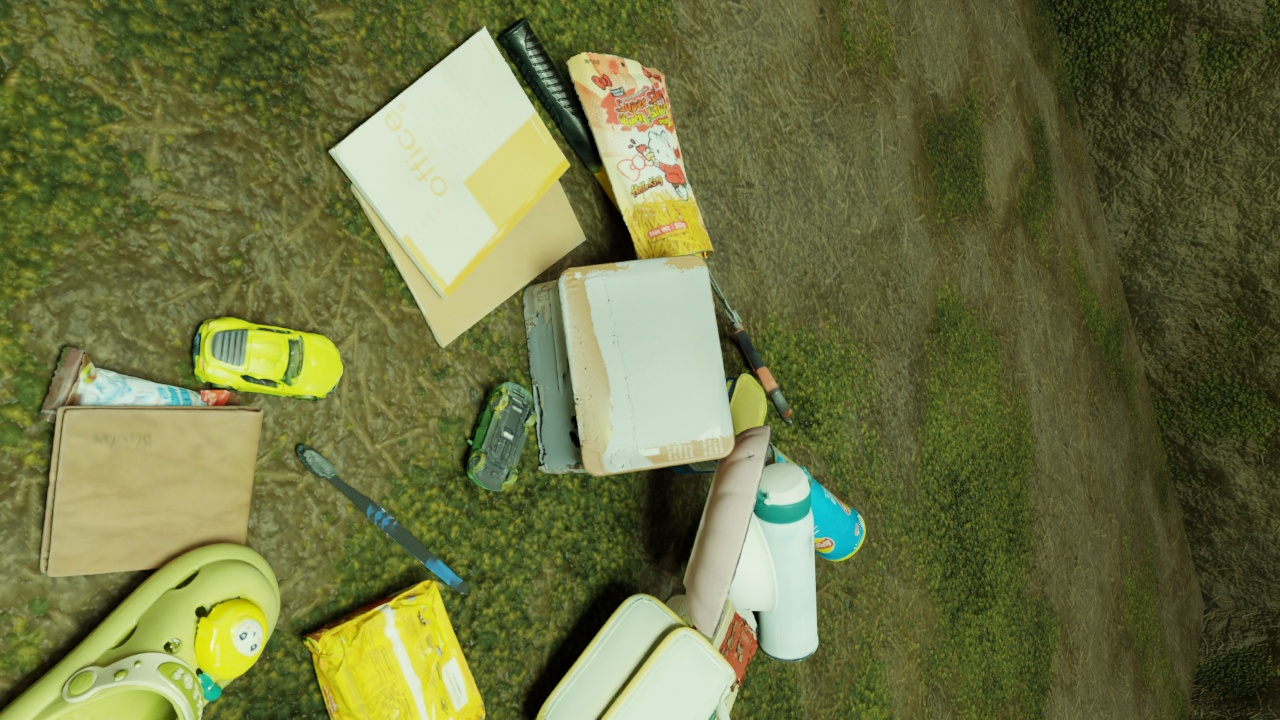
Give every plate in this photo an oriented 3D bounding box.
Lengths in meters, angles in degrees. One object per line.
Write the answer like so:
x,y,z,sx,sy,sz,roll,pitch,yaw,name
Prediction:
0.072,0.146,0.818,0.192,0.039,0.192,18,88,-84,plate

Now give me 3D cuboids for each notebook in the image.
-0.137,-0.125,0.790,0.207,0.008,0.148,-45,118,-43,notebook
-0.148,-0.169,0.768,0.146,0.010,0.205,57,47,-26,notebook

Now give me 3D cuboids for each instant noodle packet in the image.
-0.176,0.235,0.664,0.110,0.044,0.128,-21,97,-42,instant noodle packet

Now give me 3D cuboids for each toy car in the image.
-0.118,0.063,0.762,0.043,0.036,0.091,37,57,-41,toy car
-0.249,-0.001,0.625,0.105,0.032,0.048,14,74,-49,toy car

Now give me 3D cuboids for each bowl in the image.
0.089,0.210,0.947,0.064,0.118,0.118,-13,96,-12,bowl

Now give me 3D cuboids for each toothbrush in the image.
-0.188,0.124,0.689,0.189,0.016,0.014,52,57,-32,toothbrush

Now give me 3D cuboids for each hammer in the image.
-0.038,-0.194,0.896,0.301,0.033,0.128,53,48,-30,hammer

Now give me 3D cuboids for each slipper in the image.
-0.276,0.191,0.522,0.190,0.082,0.092,-44,134,-39,slipper

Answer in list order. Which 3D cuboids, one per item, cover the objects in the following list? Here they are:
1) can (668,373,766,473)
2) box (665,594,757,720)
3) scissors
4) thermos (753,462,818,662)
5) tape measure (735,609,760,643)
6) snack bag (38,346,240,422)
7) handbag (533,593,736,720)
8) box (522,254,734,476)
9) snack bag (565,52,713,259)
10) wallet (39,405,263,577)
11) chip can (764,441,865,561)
0.074,0.067,0.947,0.057,0.083,0.101,44,54,-35,can
0.046,0.316,0.872,0.078,0.092,0.167,52,49,-27,box
0.109,-0.027,0.993,0.225,0.015,0.188,55,8,-43,scissors
0.156,0.215,0.985,0.073,0.073,0.224,-36,128,-46,thermos
0.094,0.289,0.977,0.065,0.034,0.066,-38,115,-47,tape measure
-0.302,0.028,0.560,0.104,0.026,0.048,28,68,-45,snack bag
0.016,0.306,0.770,0.163,0.179,0.063,-45,163,-32,handbag
-0.004,0.005,0.803,0.150,0.167,0.182,-4,87,-50,box
0.006,-0.191,0.883,0.128,0.073,0.208,-16,90,-48,snack bag
-0.291,0.077,0.553,0.115,0.020,0.101,2,101,-46,wallet
0.182,0.164,1.067,0.210,0.071,0.071,38,57,-39,chip can
